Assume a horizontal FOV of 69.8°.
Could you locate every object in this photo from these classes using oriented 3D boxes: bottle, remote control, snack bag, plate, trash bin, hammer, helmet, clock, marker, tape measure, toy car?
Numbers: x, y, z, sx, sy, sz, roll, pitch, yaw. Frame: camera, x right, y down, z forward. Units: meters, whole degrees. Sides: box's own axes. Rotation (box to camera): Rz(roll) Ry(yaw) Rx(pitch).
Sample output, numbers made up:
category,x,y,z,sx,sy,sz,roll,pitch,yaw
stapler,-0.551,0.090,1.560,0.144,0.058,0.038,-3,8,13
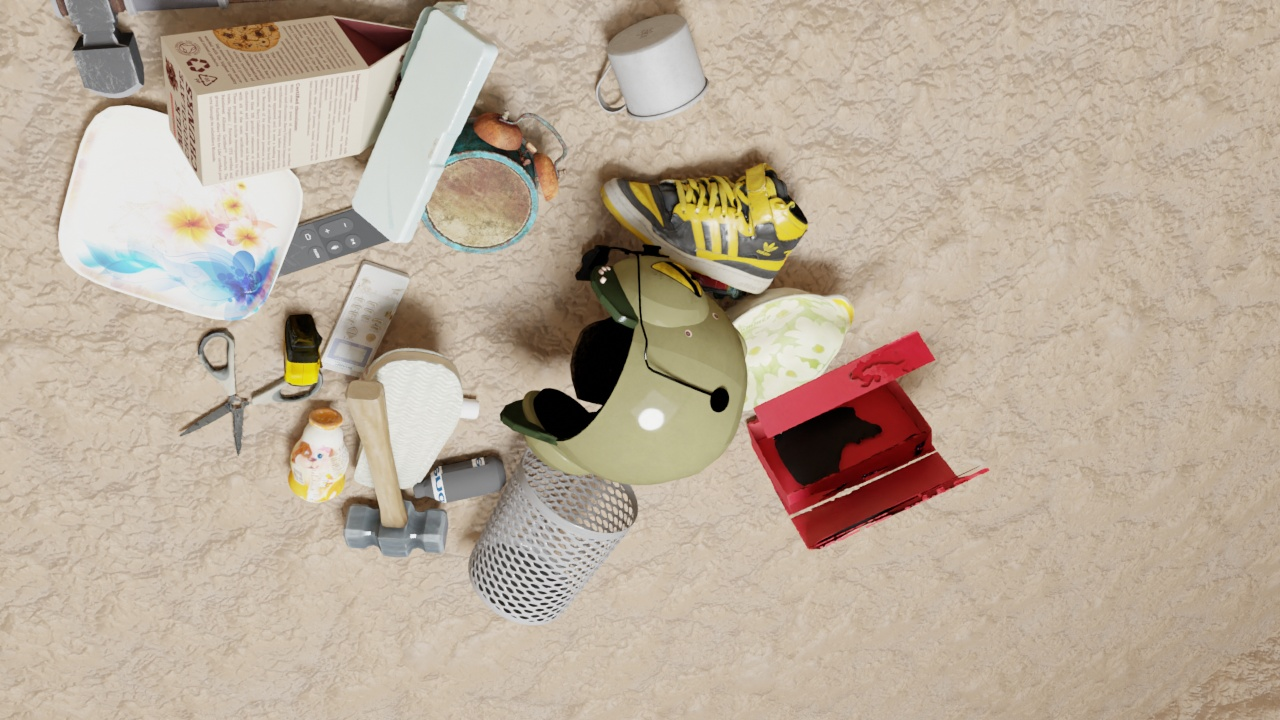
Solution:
category,x,y,z,sx,sy,sz,roll,pitch,yaw
bottle,-0.359,0.106,1.030,0.063,0.063,0.109,6,123,-23
bottle,-0.221,0.147,1.120,0.112,0.047,0.047,-11,127,-12
remote control,-0.310,-0.123,0.916,0.146,0.008,0.045,-19,129,-6
snack bag,-0.282,-0.227,0.778,0.205,0.070,0.095,-23,157,-34
plate,-0.426,-0.133,0.856,0.187,0.016,0.187,19,116,-26
trash bin,-0.115,0.218,1.144,0.156,0.156,0.184,17,120,-29
hammer,-0.308,-0.309,0.764,0.322,0.043,0.156,-10,127,-16
hammer,-0.282,0.125,1.009,0.117,0.051,0.324,4,143,-4
helmet,-0.005,0.009,0.949,0.232,0.255,0.251,22,116,-28
remote control,-0.296,-0.041,0.979,0.050,0.011,0.136,18,117,-29
clock,-0.143,-0.181,0.890,0.158,0.073,0.121,-33,129,20
marker,-0.253,0.051,1.053,0.133,0.023,0.027,8,110,-24
tape measure,-0.349,-0.008,0.950,0.037,0.065,0.064,0,120,-25
toy car,0.080,-0.090,1.058,0.091,0.042,0.036,2,95,-28

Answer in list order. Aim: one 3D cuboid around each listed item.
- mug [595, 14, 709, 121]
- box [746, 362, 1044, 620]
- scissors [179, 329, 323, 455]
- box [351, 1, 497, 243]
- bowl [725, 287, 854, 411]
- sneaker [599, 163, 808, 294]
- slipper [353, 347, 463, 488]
category,x,y,z,sx,sy,sz,roll,pitch,yaw
mug,0.003,-0.277,0.878,0.113,0.084,0.070,-5,131,24
box,0.289,0.160,1.105,0.211,0.377,0.124,-24,118,-1
scissors,-0.423,0.035,0.989,0.157,0.012,0.171,-8,127,-13
box,-0.191,-0.213,0.816,0.078,0.122,0.198,26,115,-15
bowl,0.149,-0.024,1.108,0.219,0.060,0.188,-34,139,7
sneaker,0.081,-0.162,0.976,0.238,0.086,0.122,21,122,-35
slipper,-0.264,0.062,1.008,0.115,0.052,0.264,8,142,-19
